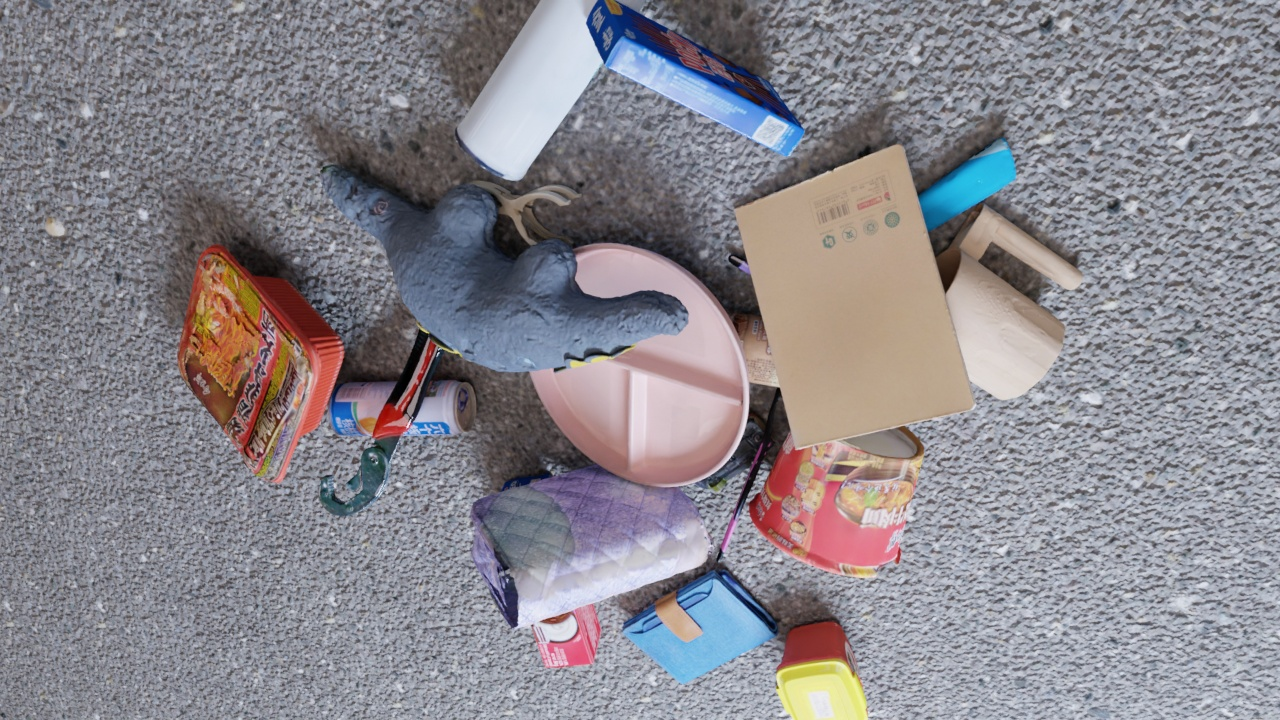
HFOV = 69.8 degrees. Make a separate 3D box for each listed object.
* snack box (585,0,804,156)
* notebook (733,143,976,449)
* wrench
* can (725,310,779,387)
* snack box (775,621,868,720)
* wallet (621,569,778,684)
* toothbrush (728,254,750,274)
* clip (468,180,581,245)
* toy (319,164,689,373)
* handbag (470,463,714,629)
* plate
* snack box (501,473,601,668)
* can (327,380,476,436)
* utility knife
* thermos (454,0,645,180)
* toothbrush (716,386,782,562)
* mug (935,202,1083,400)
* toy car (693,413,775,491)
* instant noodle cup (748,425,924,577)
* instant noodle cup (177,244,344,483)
[{"bbox_3d":[0.040,-0.204,0.660,0.157,0.084,0.026,18,123,-27],"label":"snack box"},{"bbox_3d":[0.162,-0.046,0.719,0.148,0.008,0.207,-18,83,32],"label":"notebook"},{"bbox_3d":[-0.221,0.030,0.855,0.056,0.016,0.273,31,98,6],"label":"wrench"},{"bbox_3d":[0.121,-0.006,0.788,0.116,0.058,0.059,10,117,8],"label":"can"},{"bbox_3d":[0.181,0.317,0.923,0.082,0.080,0.091,-16,112,18],"label":"snack box"},{"bbox_3d":[0.061,0.278,0.956,0.133,0.040,0.106,-36,108,24],"label":"wallet"},{"bbox_3d":[0.158,-0.044,0.783,0.189,0.016,0.014,27,116,-3],"label":"toothbrush"},{"bbox_3d":[-0.095,-0.140,0.785,0.103,0.034,0.093,40,121,0],"label":"clip"},{"bbox_3d":[-0.128,-0.063,0.771,0.356,0.091,0.138,26,127,17],"label":"toy"},{"bbox_3d":[-0.049,0.161,0.830,0.193,0.134,0.076,-13,119,-25],"label":"handbag"},{"bbox_3d":[-0.005,0.005,0.802,0.230,0.028,0.230,17,122,28],"label":"plate"},{"bbox_3d":[-0.094,0.219,0.948,0.057,0.058,0.208,-8,114,13],"label":"snack box"},{"bbox_3d":[-0.231,0.047,0.894,0.135,0.053,0.053,-2,115,13],"label":"can"},{"bbox_3d":[0.211,-0.107,0.741,0.199,0.018,0.034,-34,108,28],"label":"utility knife"},{"bbox_3d":[-0.056,-0.244,0.706,0.073,0.073,0.225,38,117,-8],"label":"thermos"},{"bbox_3d":[0.106,0.093,0.820,0.017,0.014,0.189,21,89,-11],"label":"toothbrush"},{"bbox_3d":[0.279,-0.045,0.731,0.103,0.084,0.124,32,92,-6],"label":"mug"},{"bbox_3d":[0.082,0.086,0.855,0.091,0.035,0.042,-39,101,24],"label":"toy car"},{"bbox_3d":[0.173,0.103,0.796,0.138,0.137,0.109,16,110,4],"label":"instant noodle cup"},{"bbox_3d":[-0.354,-0.001,0.862,0.189,0.078,0.165,42,121,20],"label":"instant noodle cup"}]
